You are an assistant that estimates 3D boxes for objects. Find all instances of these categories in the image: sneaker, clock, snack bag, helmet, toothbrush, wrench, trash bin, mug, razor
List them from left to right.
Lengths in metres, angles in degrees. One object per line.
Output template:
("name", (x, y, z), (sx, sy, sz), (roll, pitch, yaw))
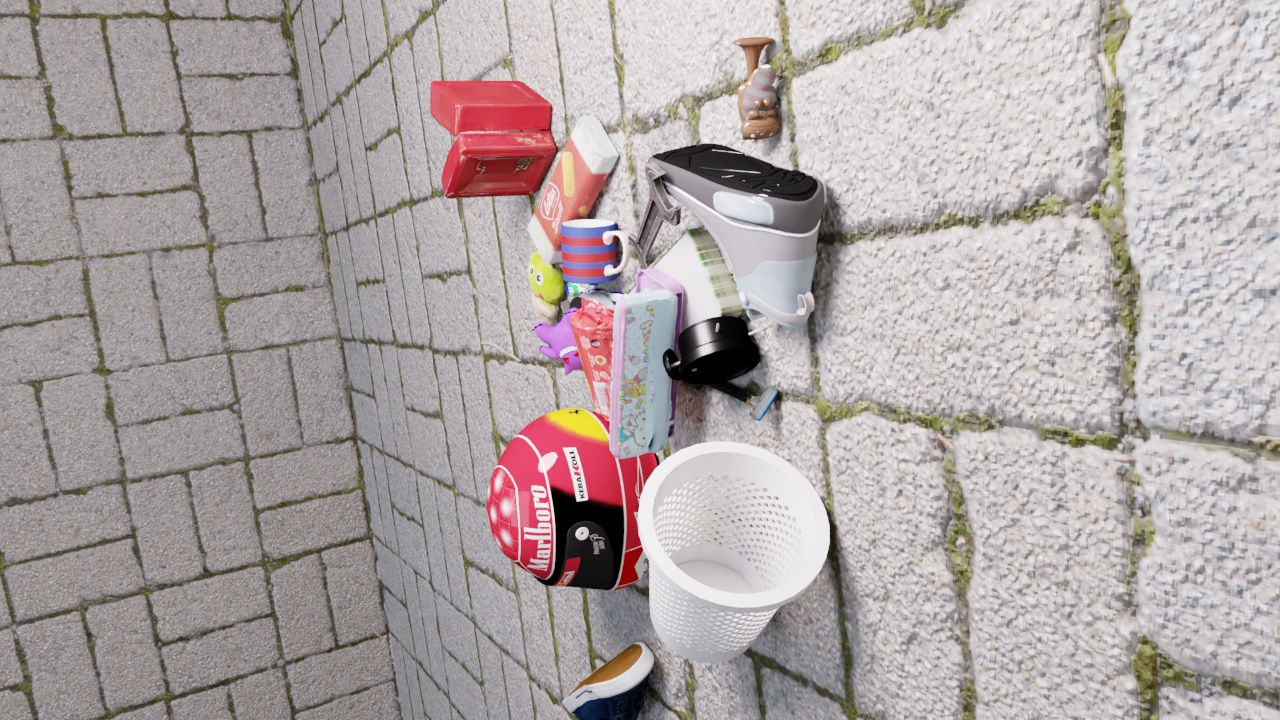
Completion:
("helmet", (-0.098, 0.202, 1.269), (0.198, 0.224, 0.271), (24, 119, 56))
("snack bag", (-0.099, -0.234, 1.290), (0.077, 0.041, 0.226), (61, 140, 23))
("toothbrush", (-0.062, -0.096, 1.314), (0.187, 0.016, 0.015), (17, 117, 59))
("mug", (-0.056, -0.145, 1.235), (0.112, 0.074, 0.076), (15, 113, 41))
("clock", (-0.054, -0.047, 1.281), (0.123, 0.035, 0.095), (24, 132, 52))
("snack bag", (-0.038, 0.004, 1.211), (0.082, 0.082, 0.176), (32, 143, 54))
("sneaker", (-0.029, 0.527, 1.405), (0.127, 0.120, 0.295), (46, 146, 10))
("wrench", (0.012, -0.157, 1.066), (0.070, 0.010, 0.273), (61, 170, 5))
("clock", (0.076, -0.006, 1.019), (0.121, 0.091, 0.042), (-42, 52, 48))
("trash bin", (0.086, 0.227, 1.005), (0.195, 0.195, 0.200), (57, 154, 34))
("sneaker", (0.095, -0.132, 0.960), (0.257, 0.093, 0.160), (35, 137, 54))
("razor", (0.110, 0.036, 1.049), (0.042, 0.022, 0.144), (-55, 28, -5))

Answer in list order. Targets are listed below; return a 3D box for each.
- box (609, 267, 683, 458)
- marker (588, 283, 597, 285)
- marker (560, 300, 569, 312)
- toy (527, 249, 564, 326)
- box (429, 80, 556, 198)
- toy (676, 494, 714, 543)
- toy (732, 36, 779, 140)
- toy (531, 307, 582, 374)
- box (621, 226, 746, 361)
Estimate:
("box", (-0.007, 0.007, 1.078), (0.089, 0.092, 0.214), (38, 134, 47))
("marker", (-0.081, -0.178, 1.324), (0.013, 0.013, 0.142), (-10, 90, 62))
("marker", (-0.092, -0.028, 1.391), (0.140, 0.016, 0.016), (67, 149, 21))
("toy", (-0.150, -0.109, 1.440), (0.092, 0.043, 0.118), (46, 139, 44))
("box", (-0.225, -0.354, 1.379), (0.152, 0.157, 0.165), (-41, 62, 55))
("toy", (0.074, 0.215, 1.159), (0.094, 0.036, 0.094), (42, 142, 50))
("toy", (0.115, -0.264, 0.913), (0.054, 0.041, 0.102), (-105, 11, -58))
("toy", (-0.092, -0.026, 1.262), (0.106, 0.055, 0.088), (-22, 101, 26))
("box", (0.049, -0.067, 1.094), (0.117, 0.049, 0.206), (67, 151, 13))
